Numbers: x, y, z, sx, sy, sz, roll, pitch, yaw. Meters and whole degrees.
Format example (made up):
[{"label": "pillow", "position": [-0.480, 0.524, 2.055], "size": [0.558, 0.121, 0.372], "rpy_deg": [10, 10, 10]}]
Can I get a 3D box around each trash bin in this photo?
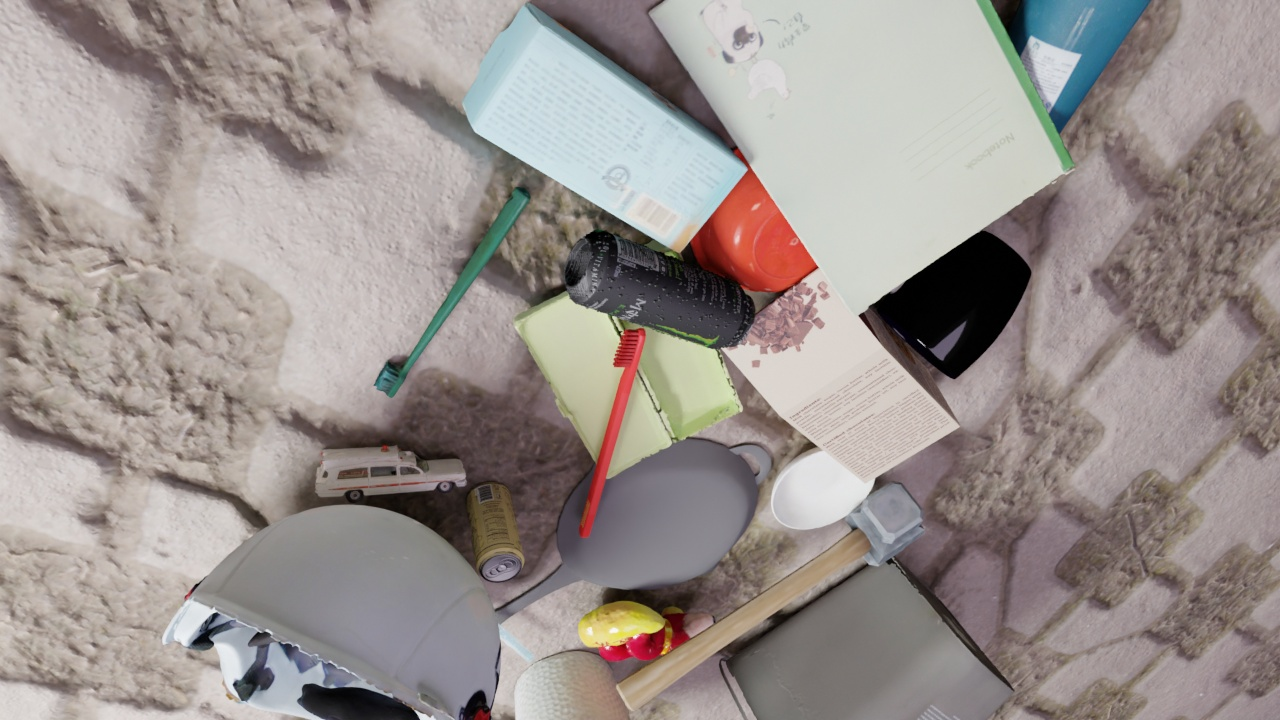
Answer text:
[{"label": "trash bin", "position": [-0.061, 0.387, 0.909], "size": [0.133, 0.161, 0.133], "rpy_deg": [-9, 129, -12]}, {"label": "trash bin", "position": [0.243, 0.343, 0.969], "size": [0.220, 0.197, 0.197], "rpy_deg": [-43, 128, 7]}]

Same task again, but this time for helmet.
[{"label": "helmet", "position": [-0.205, 0.197, 0.692], "size": [0.237, 0.163, 0.264], "rpy_deg": [19, 145, 11]}]

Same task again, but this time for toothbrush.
[{"label": "toothbrush", "position": [-0.135, -0.045, 0.645], "size": [0.017, 0.016, 0.190], "rpy_deg": [27, 114, -29]}, {"label": "toothbrush", "position": [-0.029, 0.064, 0.732], "size": [0.017, 0.012, 0.213], "rpy_deg": [1, 125, -23]}]

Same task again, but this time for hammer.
[{"label": "hammer", "position": [0.121, 0.225, 0.856], "size": [0.322, 0.051, 0.117], "rpy_deg": [-31, 156, -8]}]

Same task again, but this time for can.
[{"label": "can", "position": [-0.120, 0.140, 0.751], "size": [0.038, 0.079, 0.038], "rpy_deg": [-9, 129, -12]}, {"label": "can", "position": [0.014, -0.047, 0.639], "size": [0.137, 0.054, 0.054], "rpy_deg": [17, 119, -30]}]

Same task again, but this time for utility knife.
[{"label": "utility knife", "position": [-0.149, 0.232, 0.842], "size": [0.022, 0.015, 0.177], "rpy_deg": [-33, 121, 6]}]

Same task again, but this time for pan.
[{"label": "pan", "position": [-0.032, 0.185, 0.852], "size": [0.355, 0.024, 0.216], "rpy_deg": [-32, 130, 8]}]

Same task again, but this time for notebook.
[{"label": "notebook", "position": [0.151, -0.174, 0.596], "size": [0.182, 0.010, 0.252], "rpy_deg": [-35, 112, 9]}]

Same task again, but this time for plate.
[{"label": "plate", "position": [0.167, 0.113, 0.861], "size": [0.104, 0.026, 0.104], "rpy_deg": [-10, 129, -12]}]

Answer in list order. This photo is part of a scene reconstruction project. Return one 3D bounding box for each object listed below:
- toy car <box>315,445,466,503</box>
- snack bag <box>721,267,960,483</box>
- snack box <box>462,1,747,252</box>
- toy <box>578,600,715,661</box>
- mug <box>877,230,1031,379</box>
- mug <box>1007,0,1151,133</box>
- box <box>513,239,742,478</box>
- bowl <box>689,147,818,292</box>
[{"label": "toy car", "position": [-0.194, 0.084, 0.714], "size": [0.113, 0.039, 0.039], "rpy_deg": [-3, 106, -17]}, {"label": "snack bag", "position": [0.158, 0.009, 0.736], "size": [0.094, 0.069, 0.206], "rpy_deg": [-37, 131, 21]}, {"label": "snack box", "position": [-0.020, -0.143, 0.583], "size": [0.174, 0.053, 0.075], "rpy_deg": [25, 115, -34]}, {"label": "toy", "position": [0.001, 0.269, 0.898], "size": [0.137, 0.067, 0.106], "rpy_deg": [17, 143, -32]}, {"label": "mug", "position": [0.241, -0.060, 0.725], "size": [0.119, 0.085, 0.100], "rpy_deg": [42, 97, -7]}, {"label": "mug", "position": [0.280, -0.209, 0.620], "size": [0.078, 0.078, 0.122], "rpy_deg": [2, 130, -20]}, {"label": "box", "position": [-0.004, 0.004, 0.719], "size": [0.137, 0.024, 0.187], "rpy_deg": [-30, 130, -2]}, {"label": "bowl", "position": [0.103, -0.096, 0.665], "size": [0.130, 0.045, 0.131], "rpy_deg": [-9, 128, -12]}]
